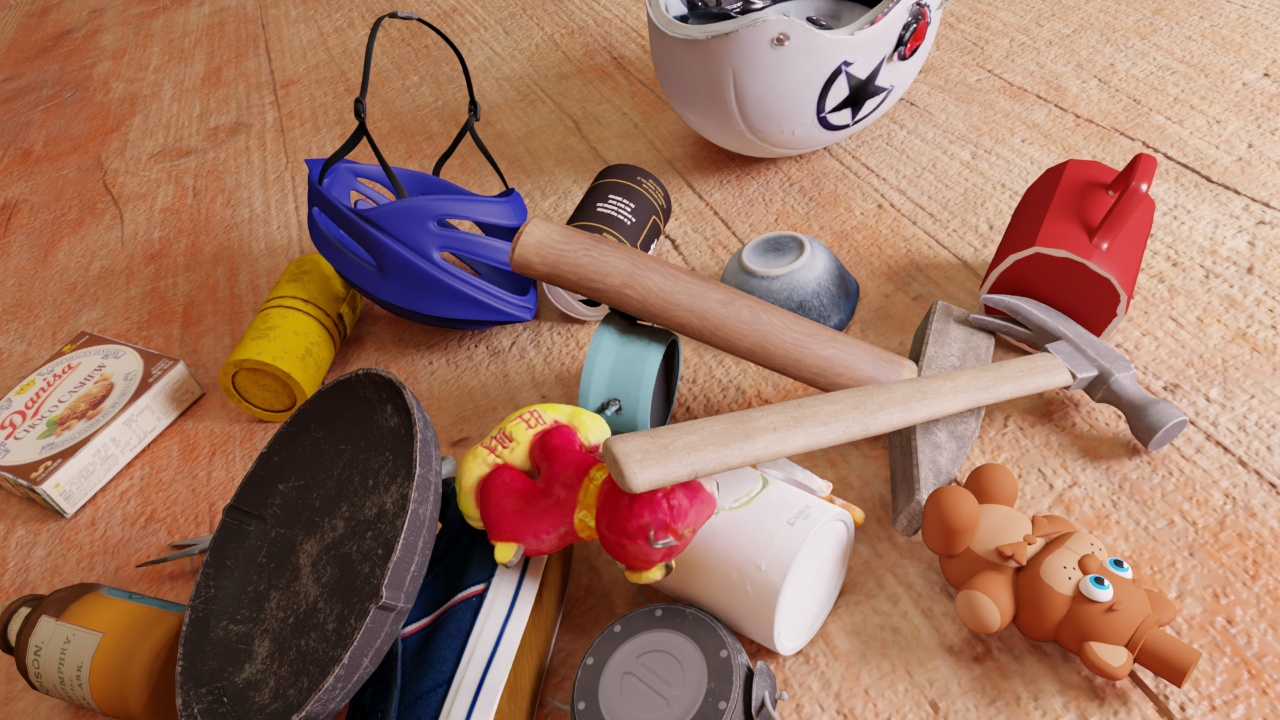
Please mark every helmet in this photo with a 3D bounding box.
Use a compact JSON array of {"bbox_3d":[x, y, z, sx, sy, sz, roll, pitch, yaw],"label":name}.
[{"bbox_3d":[-0.165,-0.143,0.721,0.242,0.228,0.147,27,25,24],"label":"helmet"},{"bbox_3d":[0.140,-0.274,0.806,0.263,0.164,0.236,-28,45,-21],"label":"helmet"}]

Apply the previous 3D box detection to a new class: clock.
[{"bbox_3d":[-0.004,0.003,0.609,0.053,0.090,0.124,12,52,14],"label":"clock"},{"bbox_3d":[0.017,0.169,0.447,0.123,0.044,0.091,25,63,41],"label":"clock"}]

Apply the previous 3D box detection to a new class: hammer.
[{"bbox_3d":[0.133,0.025,0.474,0.330,0.031,0.119,-11,47,-26],"label":"hammer"},{"bbox_3d":[0.058,-0.016,0.556,0.301,0.037,0.157,22,51,6],"label":"hammer"}]

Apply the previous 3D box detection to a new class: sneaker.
[{"bbox_3d":[-0.114,0.170,0.452,0.127,0.121,0.293,4,41,5],"label":"sneaker"}]

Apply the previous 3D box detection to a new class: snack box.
[{"bbox_3d":[-0.464,0.047,0.755,0.147,0.041,0.142,12,49,29],"label":"snack box"}]

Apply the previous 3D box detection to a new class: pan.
[{"bbox_3d":[-0.197,0.169,0.455,0.208,0.040,0.356,7,70,49],"label":"pan"}]

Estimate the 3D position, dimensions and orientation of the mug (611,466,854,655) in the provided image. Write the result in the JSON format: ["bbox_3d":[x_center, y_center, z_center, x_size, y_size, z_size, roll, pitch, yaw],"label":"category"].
[{"bbox_3d":[0.048,0.096,0.490,0.106,0.083,0.082,21,54,35],"label":"mug"}]

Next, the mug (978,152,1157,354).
[{"bbox_3d":[0.275,-0.074,0.573,0.080,0.117,0.096,31,55,7],"label":"mug"}]

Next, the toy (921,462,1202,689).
[{"bbox_3d":[0.200,0.105,0.441,0.094,0.065,0.128,-24,39,-36],"label":"toy"}]

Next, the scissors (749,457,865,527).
[{"bbox_3d":[0.065,0.061,0.530,0.133,0.084,0.012,20,74,38],"label":"scissors"}]

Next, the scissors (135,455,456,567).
[{"bbox_3d":[-0.226,0.104,0.611,0.226,0.016,0.165,-10,16,29],"label":"scissors"}]

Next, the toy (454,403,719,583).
[{"bbox_3d":[-0.036,0.065,0.455,0.137,0.067,0.105,15,45,31],"label":"toy"}]

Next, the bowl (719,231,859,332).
[{"bbox_3d":[0.101,-0.058,0.664,0.110,0.055,0.110,-10,42,9],"label":"bowl"}]

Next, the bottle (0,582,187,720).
[{"bbox_3d":[-0.328,0.170,0.551,0.157,0.068,0.067,4,45,23],"label":"bottle"}]

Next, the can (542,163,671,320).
[{"bbox_3d":[-0.026,-0.097,0.737,0.072,0.072,0.128,4,46,23],"label":"can"}]

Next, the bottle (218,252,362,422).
[{"bbox_3d":[-0.276,-0.032,0.756,0.071,0.071,0.163,-5,42,14],"label":"bottle"}]
